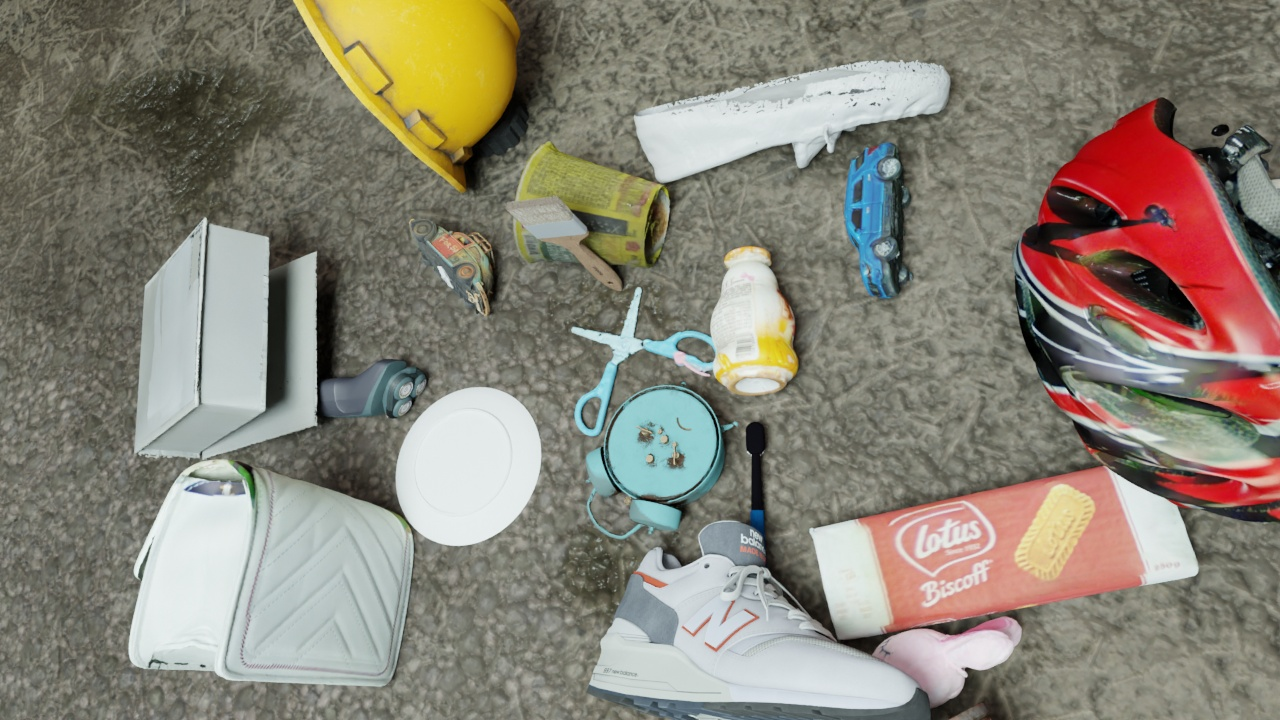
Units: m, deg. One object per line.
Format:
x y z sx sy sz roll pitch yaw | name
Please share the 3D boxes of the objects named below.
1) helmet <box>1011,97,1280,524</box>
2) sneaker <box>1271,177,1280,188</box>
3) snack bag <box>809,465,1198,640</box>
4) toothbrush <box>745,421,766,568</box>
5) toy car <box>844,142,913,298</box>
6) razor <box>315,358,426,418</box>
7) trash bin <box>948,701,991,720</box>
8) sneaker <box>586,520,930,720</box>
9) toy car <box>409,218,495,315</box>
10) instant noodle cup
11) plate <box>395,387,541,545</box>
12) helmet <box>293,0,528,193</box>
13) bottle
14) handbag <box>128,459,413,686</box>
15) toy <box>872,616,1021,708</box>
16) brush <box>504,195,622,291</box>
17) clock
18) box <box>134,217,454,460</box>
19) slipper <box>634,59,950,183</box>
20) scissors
0.311 -0.021 0.516 0.167 0.217 0.271 -37 24 29 | helmet
0.493 -0.047 0.539 0.118 0.091 0.233 -30 55 4 | sneaker
0.227 0.123 0.594 0.225 0.041 0.077 -15 68 13 | snack bag
0.084 0.126 0.656 0.014 0.014 0.167 -1 73 7 | toothbrush
0.179 -0.104 0.692 0.044 0.056 0.120 -5 66 25 | toy car
-0.256 0.028 0.804 0.143 0.047 0.052 -5 93 21 | razor
0.196 0.309 0.484 0.131 0.131 0.211 -34 61 5 | trash bin
0.066 0.165 0.587 0.240 0.089 0.124 -13 55 38 | sneaker
-0.157 -0.089 0.810 0.047 0.047 0.112 -37 66 -23 | toy car
-0.037 -0.121 0.756 0.108 0.102 0.102 13 75 15 | instant noodle cup
-0.146 0.084 0.758 0.135 0.011 0.134 -7 68 17 | plate
-0.171 -0.270 0.764 0.131 0.255 0.205 -31 63 6 | helmet
0.084 -0.031 0.689 0.063 0.063 0.108 -8 68 17 | bottle
-0.256 0.159 0.666 0.096 0.198 0.141 -3 68 20 | handbag
0.181 0.188 0.568 0.110 0.063 0.047 -31 63 20 | toy
-0.047 -0.087 0.713 0.045 0.143 0.008 -2 68 28 | brush
0.011 0.078 0.680 0.090 0.053 0.124 38 86 28 | clock
-0.298 0.019 0.923 0.172 0.403 0.168 -17 70 30 | box
0.119 -0.192 0.734 0.247 0.075 0.112 -10 36 14 | slipper
-0.005 0.005 0.739 0.135 0.015 0.135 15 73 30 | scissors
